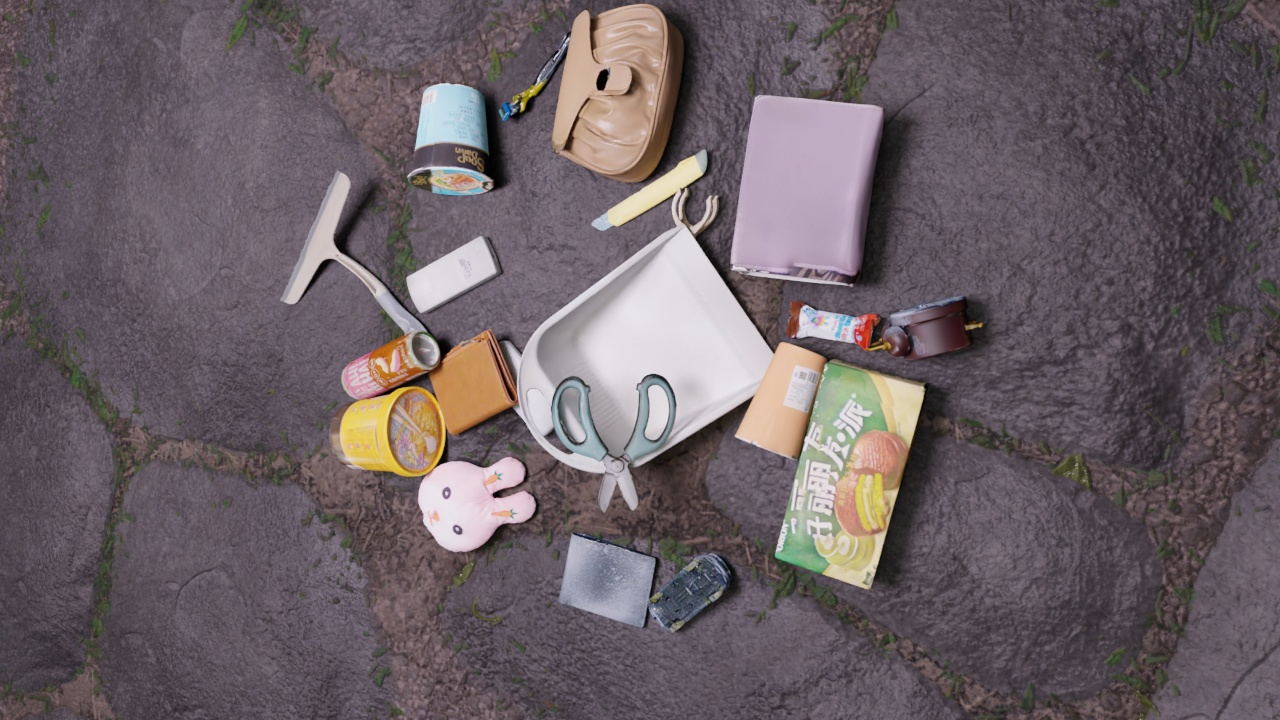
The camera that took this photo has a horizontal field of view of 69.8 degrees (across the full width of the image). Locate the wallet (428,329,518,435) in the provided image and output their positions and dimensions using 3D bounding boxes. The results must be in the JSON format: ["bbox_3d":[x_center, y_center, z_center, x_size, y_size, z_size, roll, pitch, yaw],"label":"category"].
[{"bbox_3d":[-0.224,0.030,1.211,0.132,0.031,0.107,-27,82,36],"label":"wallet"}]

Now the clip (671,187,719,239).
[{"bbox_3d":[0.050,-0.167,1.119,0.089,0.034,0.104,38,112,11],"label":"clip"}]

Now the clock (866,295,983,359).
[{"bbox_3d":[0.306,-0.032,1.002,0.122,0.082,0.055,-16,93,14],"label":"clock"}]

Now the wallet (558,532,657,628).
[{"bbox_3d":[-0.042,0.282,1.179,0.121,0.019,0.097,13,99,18],"label":"wallet"}]

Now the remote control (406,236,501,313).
[{"bbox_3d":[-0.253,-0.114,1.238,0.135,0.019,0.056,-26,84,19],"label":"remote control"}]

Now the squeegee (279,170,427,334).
[{"bbox_3d":[-0.365,-0.093,1.270,0.246,0.039,0.247,42,124,7],"label":"squeegee"}]

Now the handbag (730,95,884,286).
[{"bbox_3d":[0.188,-0.188,1.031,0.145,0.098,0.197,10,95,21],"label":"handbag"}]

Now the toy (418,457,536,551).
[{"bbox_3d":[-0.221,0.187,1.224,0.160,0.054,0.121,-21,85,12],"label":"toy"}]

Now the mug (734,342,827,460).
[{"bbox_3d":[0.167,0.045,1.059,0.078,0.078,0.123,21,91,18],"label":"mug"}]

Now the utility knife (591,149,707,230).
[{"bbox_3d":[0.011,-0.206,1.138,0.175,0.019,0.031,-27,79,18],"label":"utility knife"}]

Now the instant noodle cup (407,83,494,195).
[{"bbox_3d":[-0.242,-0.287,1.189,0.111,0.111,0.120,-2,83,20],"label":"instant noodle cup"}]

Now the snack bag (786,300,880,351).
[{"bbox_3d":[0.222,-0.040,1.063,0.105,0.026,0.045,11,100,22],"label":"snack bag"}]

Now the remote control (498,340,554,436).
[{"bbox_3d":[-0.153,0.037,1.206,0.056,0.020,0.136,-47,75,15],"label":"remote control"}]

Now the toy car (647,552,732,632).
[{"bbox_3d":[0.060,0.286,1.132,0.054,0.036,0.121,49,117,11],"label":"toy car"}]

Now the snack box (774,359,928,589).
[{"bbox_3d":[0.240,0.127,1.043,0.114,0.063,0.240,16,98,20],"label":"snack box"}]

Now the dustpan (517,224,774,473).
[{"bbox_3d":[-0.006,0.006,1.077,0.258,0.142,0.222,-35,89,21],"label":"dustpan"}]

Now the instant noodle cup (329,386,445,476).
[{"bbox_3d":[-0.343,0.098,1.233,0.115,0.118,0.118,-6,90,27],"label":"instant noodle cup"}]

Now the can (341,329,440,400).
[{"bbox_3d":[-0.337,0.008,1.238,0.148,0.057,0.058,-22,85,33],"label":"can"}]

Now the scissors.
[{"bbox_3d":[-0.015,0.083,1.055,0.176,0.019,0.174,-25,87,-9],"label":"scissors"}]

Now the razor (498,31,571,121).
[{"bbox_3d":[-0.129,-0.365,1.182,0.143,0.022,0.042,-47,33,12],"label":"razor"}]

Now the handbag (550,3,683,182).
[{"bbox_3d":[-0.032,-0.325,1.105,0.148,0.099,0.204,11,92,23],"label":"handbag"}]
